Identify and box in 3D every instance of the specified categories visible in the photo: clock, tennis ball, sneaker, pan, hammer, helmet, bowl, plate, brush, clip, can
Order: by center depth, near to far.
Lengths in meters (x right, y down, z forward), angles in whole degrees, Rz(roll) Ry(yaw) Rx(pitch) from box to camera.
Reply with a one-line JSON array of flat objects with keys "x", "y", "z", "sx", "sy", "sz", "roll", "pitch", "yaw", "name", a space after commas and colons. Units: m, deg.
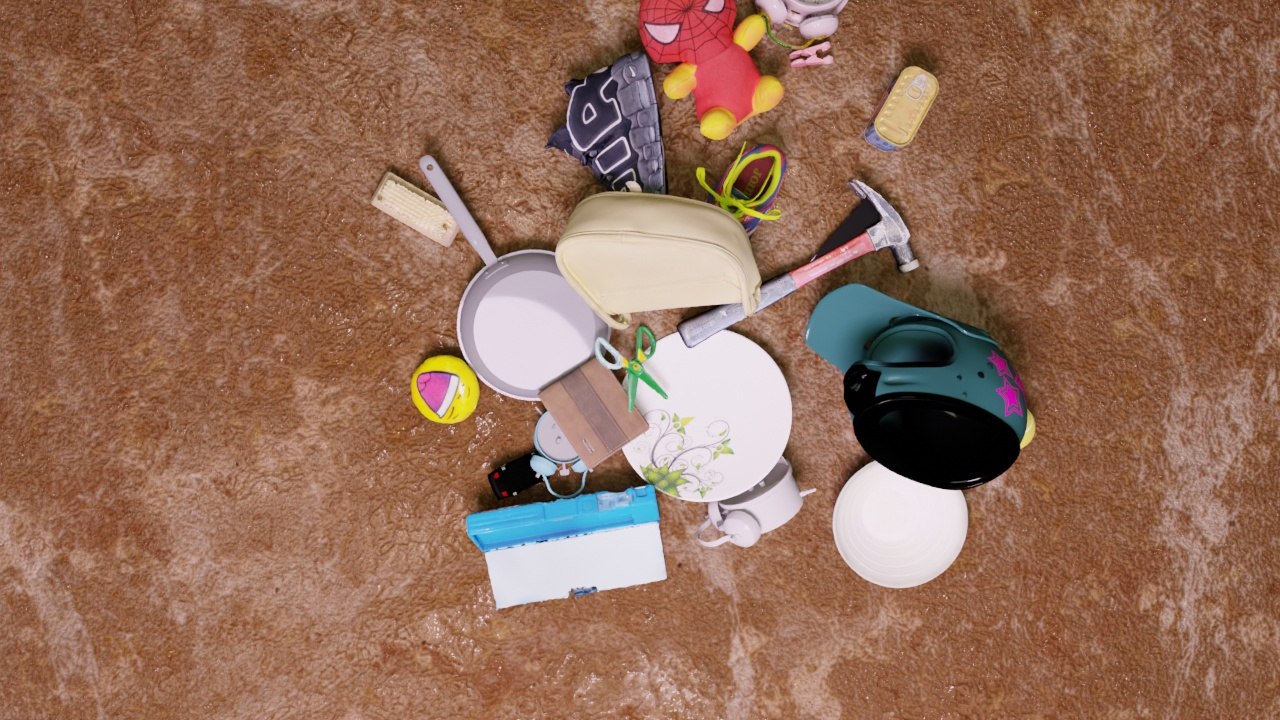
[{"x": 0.343, "y": 0.026, "z": 1.136, "sx": 0.274, "sy": 0.199, "sz": 0.177, "roll": 23, "pitch": 131, "yaw": -18, "name": "helmet"}, {"x": 0.210, "y": -0.474, "z": 1.167, "sx": 0.117, "sy": 0.059, "sz": 0.158, "roll": 23, "pitch": 94, "yaw": -2, "name": "clock"}, {"x": -0.045, "y": -0.257, "z": 1.167, "sx": 0.151, "sy": 0.097, "sz": 0.252, "roll": -6, "pitch": 93, "yaw": 5, "name": "sneaker"}, {"x": 0.096, "y": -0.176, "z": 1.172, "sx": 0.116, "sy": 0.091, "sz": 0.242, "roll": 36, "pitch": 94, "yaw": -6, "name": "sneaker"}, {"x": -0.179, "y": -0.107, "z": 1.178, "sx": 0.201, "sy": 0.050, "sz": 0.356, "roll": -32, "pitch": 104, "yaw": 1, "name": "pan"}, {"x": 0.334, "y": -0.321, "z": 1.180, "sx": 0.054, "sy": 0.059, "sz": 0.100, "roll": 29, "pitch": 94, "yaw": -3, "name": "can"}, {"x": 0.140, "y": 0.186, "z": 1.189, "sx": 0.159, "sy": 0.120, "sz": 0.061, "roll": -32, "pitch": 103, "yaw": -9, "name": "clock"}, {"x": -0.290, "y": -0.197, "z": 1.191, "sx": 0.117, "sy": 0.039, "sz": 0.049, "roll": 30, "pitch": 94, "yaw": -6, "name": "brush"}, {"x": 0.223, "y": -0.401, "z": 1.192, "sx": 0.060, "sy": 0.023, "sz": 0.044, "roll": 9, "pitch": 89, "yaw": -3, "name": "clip"}, {"x": 0.194, "y": -0.113, "z": 1.198, "sx": 0.326, "sy": 0.036, "sz": 0.140, "roll": -28, "pitch": 95, "yaw": -2, "name": "hammer"}, {"x": -0.102, "y": 0.118, "z": 1.202, "sx": 0.087, "sy": 0.042, "sz": 0.123, "roll": -4, "pitch": 79, "yaw": -19, "name": "clock"}, {"x": 0.083, "y": 0.071, "z": 1.206, "sx": 0.229, "sy": 0.030, "sz": 0.229, "roll": -2, "pitch": 77, "yaw": 10, "name": "plate"}, {"x": 0.485, "y": 0.086, "z": 1.208, "sx": 0.065, "sy": 0.065, "sz": 0.065, "roll": 0, "pitch": 94, "yaw": -1, "name": "tennis ball"}, {"x": 0.338, "y": 0.208, "z": 1.219, "sx": 0.176, "sy": 0.058, "sz": 0.177, "roll": 0, "pitch": 95, "yaw": -1, "name": "bowl"}]

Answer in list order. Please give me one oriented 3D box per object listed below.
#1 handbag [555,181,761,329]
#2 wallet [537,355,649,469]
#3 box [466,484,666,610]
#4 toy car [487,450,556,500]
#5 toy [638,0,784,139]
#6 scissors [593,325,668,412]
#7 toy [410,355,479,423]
[{"x": 0.026, "y": -0.122, "z": 1.123, "sx": 0.233, "sy": 0.088, "sz": 0.191, "roll": -4, "pitch": 138, "yaw": 16, "name": "handbag"}, {"x": -0.059, "y": 0.066, "z": 1.183, "sx": 0.098, "sy": 0.027, "sz": 0.121, "roll": -34, "pitch": 95, "yaw": -3, "name": "wallet"}, {"x": -0.093, "y": 0.236, "z": 1.223, "sx": 0.243, "sy": 0.070, "sz": 0.171, "roll": -9, "pitch": 126, "yaw": 0, "name": "box"}, {"x": -0.157, "y": 0.150, "z": 1.220, "sx": 0.091, "sy": 0.036, "sz": 0.042, "roll": -25, "pitch": 92, "yaw": -22, "name": "toy car"}, {"x": 0.080, "y": -0.391, "z": 1.153, "sx": 0.147, "sy": 0.099, "sz": 0.216, "roll": -32, "pitch": 95, "yaw": -9, "name": "toy"}, {"x": -0.012, "y": 0.007, "z": 1.183, "sx": 0.130, "sy": 0.011, "sz": 0.125, "roll": 21, "pitch": 60, "yaw": -27, "name": "scissors"}, {"x": -0.257, "y": 0.038, "z": 1.207, "sx": 0.094, "sy": 0.041, "sz": 0.096, "roll": 28, "pitch": 107, "yaw": 0, "name": "toy"}]
